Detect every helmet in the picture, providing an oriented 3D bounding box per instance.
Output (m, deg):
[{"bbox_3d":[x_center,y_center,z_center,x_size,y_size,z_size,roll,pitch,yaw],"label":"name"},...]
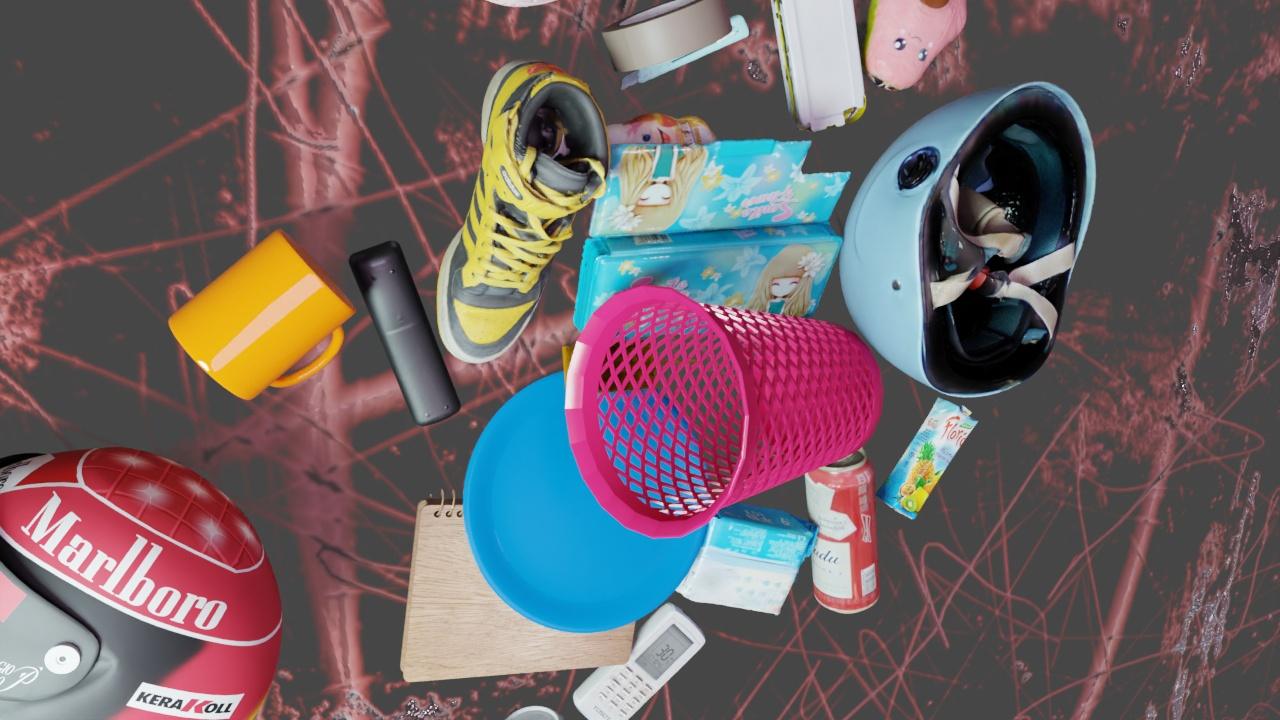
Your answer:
[{"bbox_3d":[-0.369,0.165,0.596,0.271,0.198,0.224,37,90,-20],"label":"helmet"},{"bbox_3d":[0.274,-0.112,0.797,0.225,0.167,0.266,18,97,-39],"label":"helmet"}]

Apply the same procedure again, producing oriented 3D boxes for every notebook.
[{"bbox_3d":[-0.098,0.195,0.815,0.210,0.022,0.169,4,101,-25],"label":"notebook"}]

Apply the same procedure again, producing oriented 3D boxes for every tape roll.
[{"bbox_3d":[0.020,-0.247,0.685,0.093,0.094,0.030,-27,116,-14],"label":"tape roll"}]

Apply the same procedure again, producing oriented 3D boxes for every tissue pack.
[{"bbox_3d":[0.096,0.186,0.881,0.144,0.061,0.093,14,102,-23],"label":"tissue pack"}]

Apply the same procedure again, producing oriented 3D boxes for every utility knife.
[{"bbox_3d":[0.034,-0.248,0.738,0.120,0.015,0.022,-28,141,-11],"label":"utility knife"}]

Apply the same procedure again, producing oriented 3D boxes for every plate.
[{"bbox_3d":[-0.045,0.119,0.793,0.224,0.024,0.224,2,85,-24],"label":"plate"}]

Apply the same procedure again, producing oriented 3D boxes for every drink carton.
[{"bbox_3d":[0.297,0.100,0.953,0.044,0.038,0.129,31,92,-29],"label":"drink carton"}]

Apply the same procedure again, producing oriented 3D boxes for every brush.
[{"bbox_3d":[-0.005,0.004,0.794,0.126,0.017,0.048,-5,91,-24],"label":"brush"}]

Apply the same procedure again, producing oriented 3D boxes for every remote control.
[{"bbox_3d":[-0.181,-0.017,0.716,0.041,0.020,0.152,-23,116,-14],"label":"remote control"},{"bbox_3d":[-0.001,0.300,0.896,0.138,0.025,0.060,-43,118,-5],"label":"remote control"}]

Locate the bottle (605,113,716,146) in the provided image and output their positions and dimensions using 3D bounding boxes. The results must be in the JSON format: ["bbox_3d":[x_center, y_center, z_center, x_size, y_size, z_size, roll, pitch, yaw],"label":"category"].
[{"bbox_3d":[0.005,-0.163,0.724,0.108,0.063,0.063,-3,108,-24],"label":"bottle"}]

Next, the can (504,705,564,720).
[{"bbox_3d":[-0.098,0.384,0.860,0.064,0.064,0.105,-10,111,-21],"label":"can"}]

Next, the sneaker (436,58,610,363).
[{"bbox_3d":[-0.086,-0.100,0.673,0.086,0.122,0.239,8,103,-24],"label":"sneaker"}]

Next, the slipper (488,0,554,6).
[{"bbox_3d":[-0.051,-0.315,0.652,0.238,0.064,0.094,-33,121,-30],"label":"slipper"}]

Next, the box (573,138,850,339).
[{"bbox_3d":[0.065,-0.100,0.750,0.226,0.039,0.182,-7,136,-21],"label":"box"}]

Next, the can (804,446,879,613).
[{"bbox_3d":[0.203,0.169,0.918,0.067,0.067,0.170,-15,113,-19],"label":"can"}]

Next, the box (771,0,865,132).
[{"bbox_3d":[0.140,-0.297,0.760,0.065,0.044,0.210,-16,113,-4],"label":"box"}]

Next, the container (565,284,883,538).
[{"bbox_3d":[0.084,0.032,0.746,0.225,0.183,0.183,-4,110,-45],"label":"container"}]

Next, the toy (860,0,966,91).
[{"bbox_3d":[0.231,-0.285,0.789,0.090,0.051,0.110,18,100,-26],"label":"toy"}]

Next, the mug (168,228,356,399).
[{"bbox_3d":[-0.257,-0.024,0.657,0.096,0.077,0.113,-42,146,-6],"label":"mug"}]
